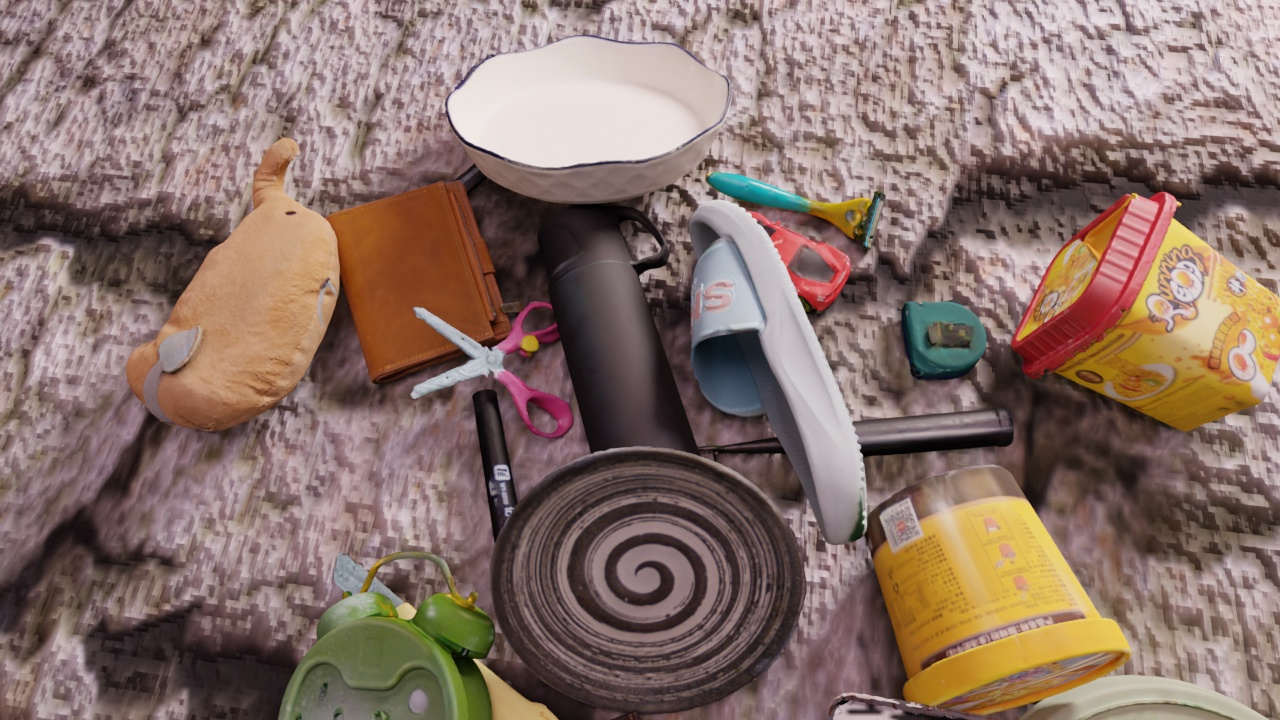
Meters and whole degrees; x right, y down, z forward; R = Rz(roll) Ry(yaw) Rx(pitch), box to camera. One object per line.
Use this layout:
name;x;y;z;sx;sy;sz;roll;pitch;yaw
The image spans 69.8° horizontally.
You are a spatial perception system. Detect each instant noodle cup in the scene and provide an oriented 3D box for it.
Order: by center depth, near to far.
instant noodle cup;0.190;0.131;0.519;0.118;0.119;0.114;-14;58;-3
instant noodle cup;0.328;-0.024;0.588;0.123;0.116;0.116;32;70;4

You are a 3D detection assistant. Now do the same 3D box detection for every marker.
marker;-0.093;0.082;0.607;0.020;0.022;0.132;-10;65;-9
marker;-0.156;-0.118;0.707;0.018;0.015;0.123;41;74;17

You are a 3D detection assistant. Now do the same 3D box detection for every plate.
plate;0.290;0.285;0.486;0.230;0.027;0.229;-1;65;2
plate;0.004;0.126;0.527;0.179;0.180;0.024;1;21;3
plate;-0.038;-0.180;0.680;0.205;0.046;0.204;-2;42;1

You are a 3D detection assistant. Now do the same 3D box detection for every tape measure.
tape measure;0.209;-0.015;0.632;0.054;0.025;0.058;-3;66;3

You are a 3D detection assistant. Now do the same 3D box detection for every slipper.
slipper;0.072;0.007;0.577;0.074;0.104;0.245;-19;55;0

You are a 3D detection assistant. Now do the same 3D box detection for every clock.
clock;-0.140;0.189;0.522;0.116;0.056;0.161;-4;71;20

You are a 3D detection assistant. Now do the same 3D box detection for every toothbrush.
toothbrush;0.134;0.054;0.604;0.213;0.026;0.027;-6;66;4

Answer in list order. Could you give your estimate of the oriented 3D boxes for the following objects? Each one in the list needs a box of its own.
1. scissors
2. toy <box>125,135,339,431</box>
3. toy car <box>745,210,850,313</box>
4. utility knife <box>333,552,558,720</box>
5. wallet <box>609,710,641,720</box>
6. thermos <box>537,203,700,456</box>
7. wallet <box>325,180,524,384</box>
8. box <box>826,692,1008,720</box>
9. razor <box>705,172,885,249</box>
scissors;-0.094;0.006;0.620;0.133;0.017;0.131;-26;85;-38
toy;-0.269;-0.055;0.645;0.143;0.082;0.225;10;66;23
toy car;0.098;-0.076;0.664;0.106;0.031;0.049;28;68;18
utility knife;-0.120;0.180;0.558;0.208;0.021;0.031;32;72;19
wallet;-0.042;0.267;0.520;0.122;0.020;0.096;-20;66;-4
thermos;-0.004;0.004;0.607;0.090;0.068;0.242;-23;65;14
wallet;-0.154;-0.062;0.662;0.119;0.035;0.130;-18;76;-9
box;0.161;0.302;0.417;0.179;0.133;0.271;3;72;20
razor;0.113;-0.119;0.684;0.132;0.028;0.043;16;98;8
